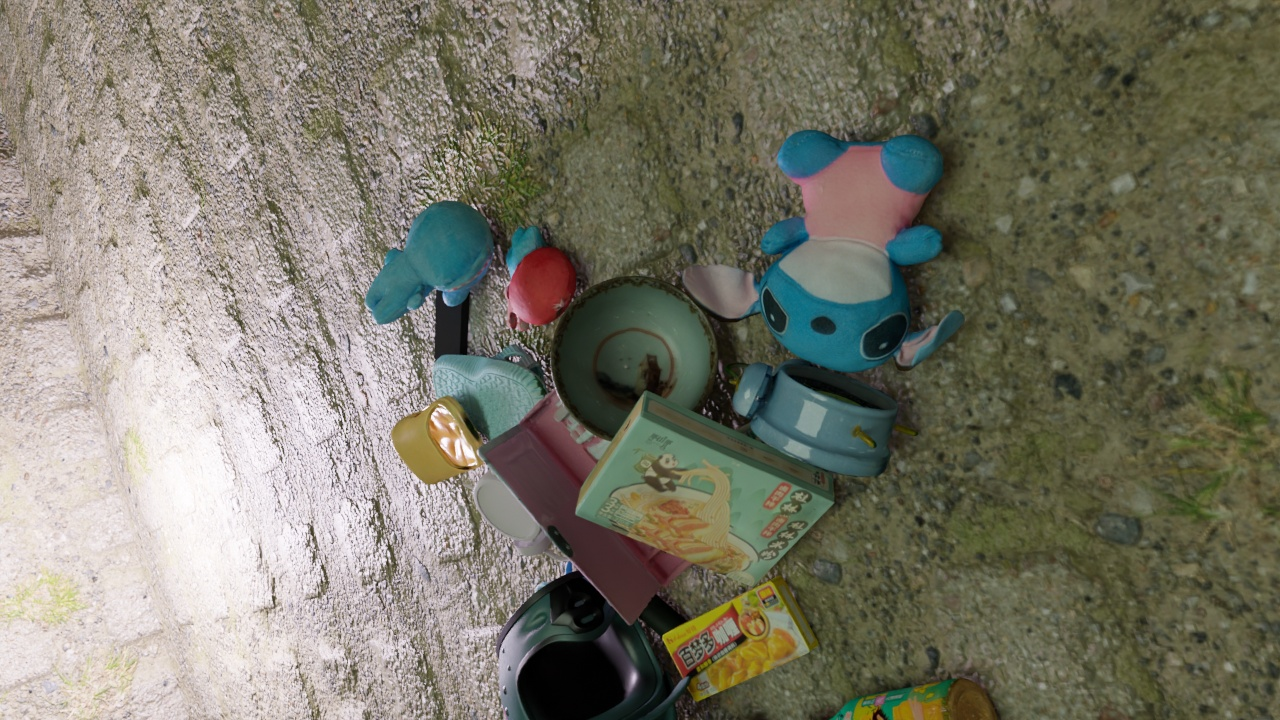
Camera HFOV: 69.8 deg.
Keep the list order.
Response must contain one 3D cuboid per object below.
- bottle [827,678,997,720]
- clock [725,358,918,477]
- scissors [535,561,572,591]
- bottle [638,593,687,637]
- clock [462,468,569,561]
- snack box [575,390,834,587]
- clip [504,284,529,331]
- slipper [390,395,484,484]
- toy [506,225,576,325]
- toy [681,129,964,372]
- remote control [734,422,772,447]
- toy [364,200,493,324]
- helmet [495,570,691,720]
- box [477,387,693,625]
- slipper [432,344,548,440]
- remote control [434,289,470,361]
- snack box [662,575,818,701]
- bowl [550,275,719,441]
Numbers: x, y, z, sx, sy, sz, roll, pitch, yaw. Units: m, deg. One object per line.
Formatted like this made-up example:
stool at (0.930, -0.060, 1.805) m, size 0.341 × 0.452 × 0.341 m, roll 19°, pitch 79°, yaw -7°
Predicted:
bottle at (0.208, 0.331, 0.811) m, size 0.210 × 0.067 × 0.068 m, roll -34°, pitch 77°, yaw 44°
clock at (0.141, 0.041, 0.766) m, size 0.162 × 0.117 × 0.060 m, roll 26°, pitch 107°, yaw 30°
scissors at (-0.095, 0.299, 1.144) m, size 0.123 × 0.016 × 0.125 m, roll 23°, pitch 118°, yaw 36°
bottle at (0.039, 0.293, 0.993) m, size 0.123 × 0.033 × 0.033 m, roll 33°, pitch 123°, yaw 33°
clock at (-0.131, 0.177, 1.104) m, size 0.159 × 0.060 × 0.120 m, roll 44°, pitch 136°, yaw -3°
snack box at (0.057, 0.122, 0.841) m, size 0.193 × 0.044 × 0.142 m, roll 25°, pitch 127°, yaw -10°
clip at (-0.150, -0.062, 1.093) m, size 0.045 × 0.023 × 0.060 m, roll -18°, pitch 94°, yaw 44°
slipper at (-0.271, 0.111, 1.177) m, size 0.099 × 0.078 × 0.264 m, roll 54°, pitch 153°, yaw -12°
toy at (-0.117, -0.095, 1.026) m, size 0.092 × 0.062 × 0.133 m, roll -53°, pitch 46°, yaw 24°
toy at (0.150, -0.087, 0.732) m, size 0.224 × 0.098 × 0.191 m, roll 14°, pitch 106°, yaw 27°
remote control at (0.083, 0.098, 0.881) m, size 0.134 × 0.022 × 0.050 m, roll -29°, pitch 80°, yaw 28°
toy at (-0.247, -0.107, 1.101) m, size 0.181 × 0.115 × 0.183 m, roll -45°, pitch 44°, yaw 4°
helmet at (-0.048, 0.354, 0.973) m, size 0.200 × 0.176 × 0.275 m, roll 56°, pitch 151°, yaw 27°
box at (-0.038, 0.133, 0.916) m, size 0.107 × 0.115 × 0.232 m, roll -43°, pitch 85°, yaw 24°
slipper at (-0.169, 0.041, 1.107) m, size 0.277 × 0.069 × 0.116 m, roll 10°, pitch 110°, yaw 52°
remote control at (-0.245, -0.054, 1.192) m, size 0.058 × 0.013 × 0.134 m, roll 25°, pitch 118°, yaw 38°
snack box at (0.097, 0.279, 0.916) m, size 0.153 × 0.025 × 0.075 m, roll -37°, pitch 75°, yaw 32°
bowl at (-0.005, 0.005, 0.900) m, size 0.094 × 0.160 × 0.160 m, roll 90°, pitch 157°, yaw -82°
